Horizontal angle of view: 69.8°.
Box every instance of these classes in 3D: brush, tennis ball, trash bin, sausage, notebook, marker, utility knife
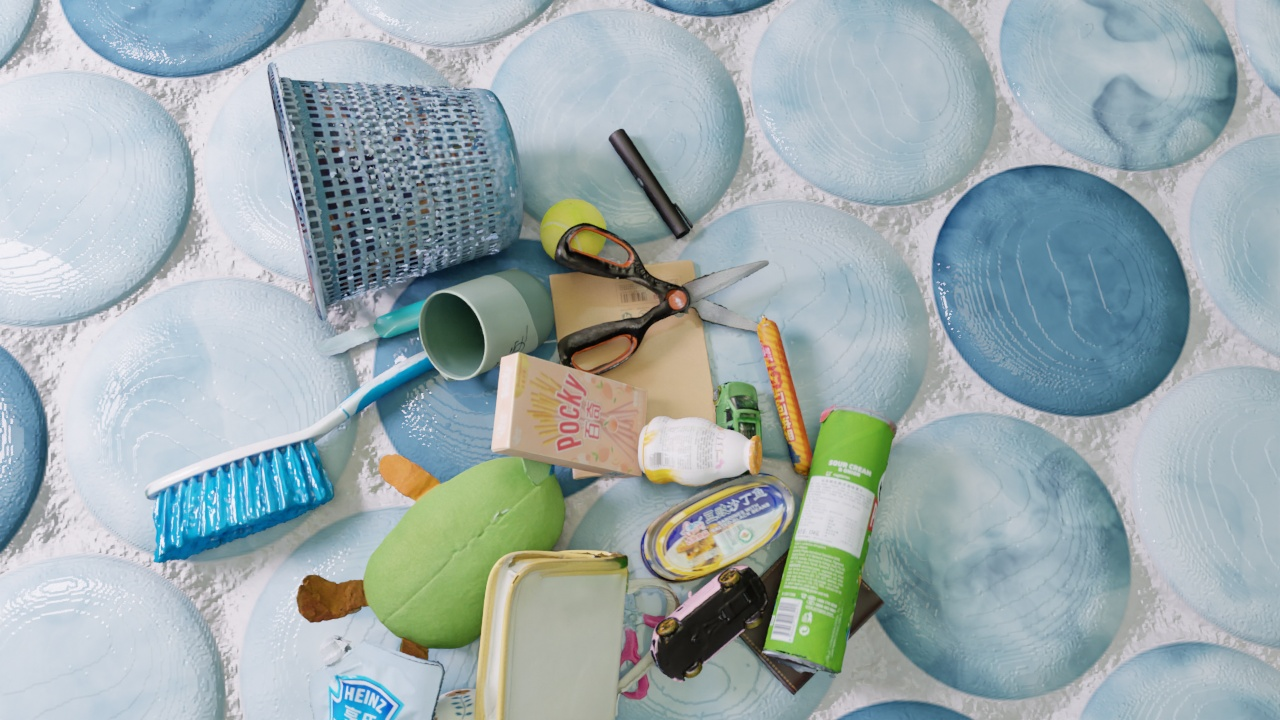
[{"bbox_3d":[-0.300,0.080,0.847,0.314,0.061,0.109,-20,74,-11],"label":"brush"},{"bbox_3d":[-0.066,-0.126,0.903,0.065,0.065,0.065,1,75,-3],"label":"tennis ball"},{"bbox_3d":[-0.219,-0.163,0.844,0.194,0.227,0.226,-11,76,-19],"label":"trash bin"},{"bbox_3d":[0.141,0.034,0.889,0.021,0.021,0.165,-13,83,-7],"label":"sausage"},{"bbox_3d":[-0.005,0.005,0.902,0.148,0.008,0.207,-7,76,-5],"label":"notebook"},{"bbox_3d":[0.010,-0.183,0.946,0.022,0.020,0.132,-33,80,0],"label":"marker"},{"bbox_3d":[-0.216,-0.046,0.901,0.209,0.013,0.029,-20,79,-11],"label":"utility knife"}]

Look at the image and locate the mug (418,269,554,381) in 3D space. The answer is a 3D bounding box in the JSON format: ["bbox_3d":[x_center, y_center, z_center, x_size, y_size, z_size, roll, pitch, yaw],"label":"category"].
[{"bbox_3d":[-0.144,-0.027,0.856,0.082,0.112,0.106,43,35,13],"label":"mug"}]

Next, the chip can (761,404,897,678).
[{"bbox_3d":[0.171,0.160,0.827,0.072,0.072,0.235,18,69,2],"label":"chip can"}]

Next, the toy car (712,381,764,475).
[{"bbox_3d":[0.095,0.063,0.876,0.043,0.036,0.091,3,71,-18],"label":"toy car"}]

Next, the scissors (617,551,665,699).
[{"bbox_3d":[-0.007,0.245,0.838,0.133,0.017,0.128,22,78,7],"label":"scissors"}]

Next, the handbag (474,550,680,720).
[{"bbox_3d":[-0.048,0.244,0.783,0.178,0.063,0.163,5,90,-32],"label":"handbag"}]

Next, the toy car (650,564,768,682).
[{"bbox_3d":[0.060,0.229,0.810,0.122,0.037,0.056,-34,101,-20],"label":"toy car"}]

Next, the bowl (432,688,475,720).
[{"bbox_3d":[-0.153,0.341,0.780,0.113,0.062,0.113,0,75,-2],"label":"bowl"}]

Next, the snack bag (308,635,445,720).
[{"bbox_3d":[-0.228,0.319,0.752,0.110,0.038,0.191,16,102,20],"label":"snack bag"}]

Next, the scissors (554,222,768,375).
[{"bbox_3d":[0.013,-0.063,0.883,0.221,0.022,0.222,-40,103,-4],"label":"scissors"}]

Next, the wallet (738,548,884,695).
[{"bbox_3d":[0.150,0.230,0.848,0.122,0.020,0.096,-41,80,-14],"label":"wallet"}]

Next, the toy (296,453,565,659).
[{"bbox_3d":[-0.161,0.176,0.808,0.246,0.090,0.227,-41,90,-16],"label":"toy"}]

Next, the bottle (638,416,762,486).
[{"bbox_3d":[0.054,0.083,0.835,0.108,0.063,0.063,1,74,20],"label":"bottle"}]

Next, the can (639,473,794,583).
[{"bbox_3d":[0.071,0.155,0.847,0.148,0.049,0.074,-23,78,-9],"label":"can"}]

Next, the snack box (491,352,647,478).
[{"bbox_3d":[-0.059,0.052,0.820,0.157,0.026,0.084,18,69,-42],"label":"snack box"}]
